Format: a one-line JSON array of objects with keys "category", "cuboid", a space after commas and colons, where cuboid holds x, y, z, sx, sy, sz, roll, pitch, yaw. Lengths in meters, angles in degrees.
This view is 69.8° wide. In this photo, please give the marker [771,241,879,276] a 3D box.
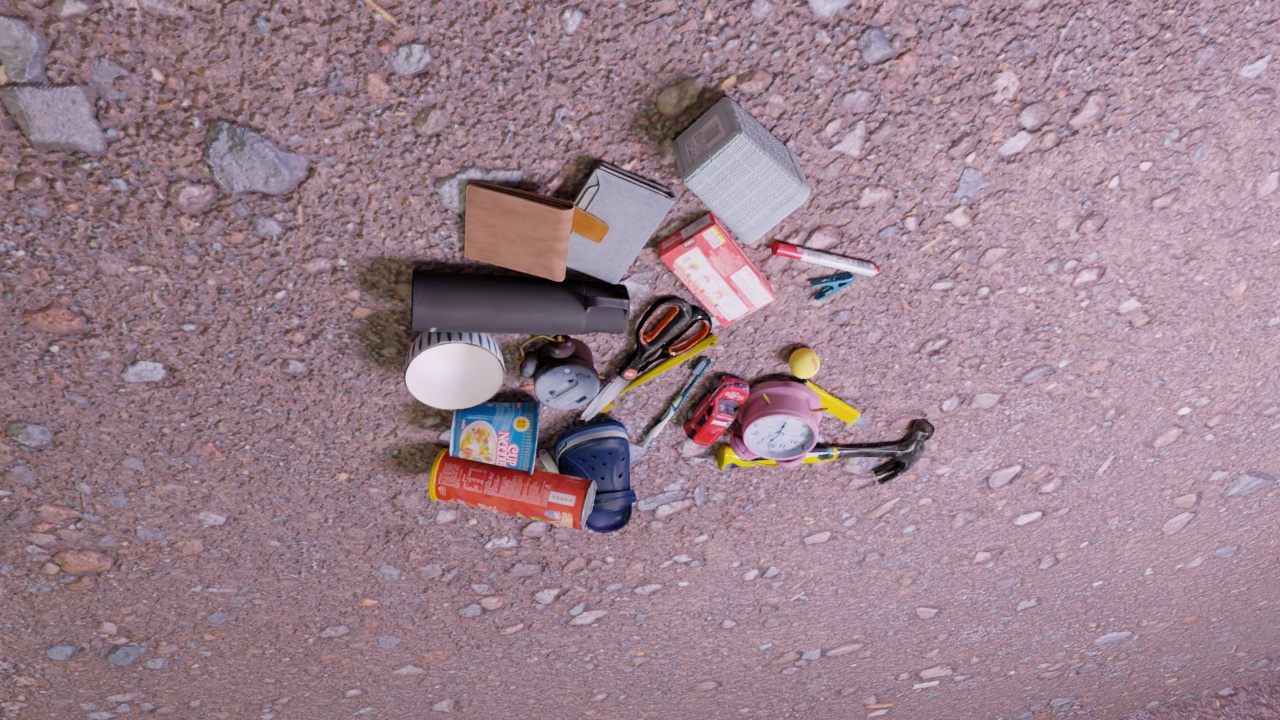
[{"category": "marker", "cuboid": [0.223, -0.121, 1.099, 0.145, 0.017, 0.017, 9, 133, -21]}]

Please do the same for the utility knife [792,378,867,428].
[{"category": "utility knife", "cuboid": [0.268, 0.062, 1.305, 0.176, 0.015, 0.033, 28, 132, -35]}]

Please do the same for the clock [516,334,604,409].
[{"category": "clock", "cuboid": [-0.101, 0.010, 1.138, 0.082, 0.055, 0.122, -29, 134, 19]}]

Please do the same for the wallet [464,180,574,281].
[{"category": "wallet", "cuboid": [-0.131, -0.138, 0.982, 0.115, 0.020, 0.101, 14, 135, 0]}]

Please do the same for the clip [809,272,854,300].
[{"category": "clip", "cuboid": [0.237, -0.094, 1.133, 0.055, 0.013, 0.034, -16, 138, 8]}]

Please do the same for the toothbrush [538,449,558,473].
[{"category": "toothbrush", "cuboid": [-0.116, 0.185, 1.350, 0.016, 0.016, 0.180, -18, 137, 3]}]

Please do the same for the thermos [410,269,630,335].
[{"category": "thermos", "cuboid": [-0.134, -0.066, 1.033, 0.242, 0.068, 0.090, 1, 171, -14]}]

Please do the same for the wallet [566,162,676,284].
[{"category": "wallet", "cuboid": [-0.037, -0.146, 1.000, 0.106, 0.037, 0.130, 17, 130, -28]}]

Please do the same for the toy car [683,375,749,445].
[{"category": "toy car", "cuboid": [0.105, 0.070, 1.257, 0.053, 0.045, 0.121, 12, 130, -26]}]

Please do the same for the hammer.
[{"category": "hammer", "cuboid": [0.273, 0.144, 1.382, 0.323, 0.031, 0.126, -1, 136, -12]}]

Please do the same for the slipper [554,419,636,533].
[{"category": "slipper", "cuboid": [-0.060, 0.183, 1.307, 0.105, 0.095, 0.253, -11, 141, -5]}]

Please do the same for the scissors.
[{"category": "scissors", "cuboid": [0.007, 0.012, 1.179, 0.139, 0.021, 0.236, 6, 131, -22]}]

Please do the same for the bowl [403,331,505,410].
[{"category": "bowl", "cuboid": [-0.221, -0.002, 1.090, 0.116, 0.066, 0.117, -7, 137, -7]}]

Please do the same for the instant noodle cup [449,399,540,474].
[{"category": "instant noodle cup", "cuboid": [-0.189, 0.094, 1.188, 0.110, 0.099, 0.099, 5, 135, -8]}]

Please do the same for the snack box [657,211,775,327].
[{"category": "snack box", "cuboid": [0.092, -0.104, 1.081, 0.075, 0.025, 0.153, -29, 134, 20]}]

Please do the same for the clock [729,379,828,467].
[{"category": "clock", "cuboid": [0.188, 0.098, 1.277, 0.117, 0.059, 0.159, 11, 138, -6]}]

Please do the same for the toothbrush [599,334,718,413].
[{"category": "toothbrush", "cuboid": [0.020, 0.019, 1.202, 0.190, 0.016, 0.015, -31, 134, 19]}]

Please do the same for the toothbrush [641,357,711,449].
[{"category": "toothbrush", "cuboid": [0.043, 0.061, 1.254, 0.018, 0.016, 0.192, 21, 129, -18]}]

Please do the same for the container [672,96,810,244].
[{"category": "container", "cuboid": [0.098, -0.196, 0.940, 0.090, 0.090, 0.111, -38, 128, 26]}]

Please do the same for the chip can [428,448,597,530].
[{"category": "chip can", "cuboid": [-0.171, 0.172, 1.232, 0.217, 0.073, 0.073, 10, 137, 8]}]

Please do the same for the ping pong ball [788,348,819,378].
[{"category": "ping pong ball", "cuboid": [0.216, 0.004, 1.212, 0.040, 0.040, 0.040, -6, 137, -6]}]
